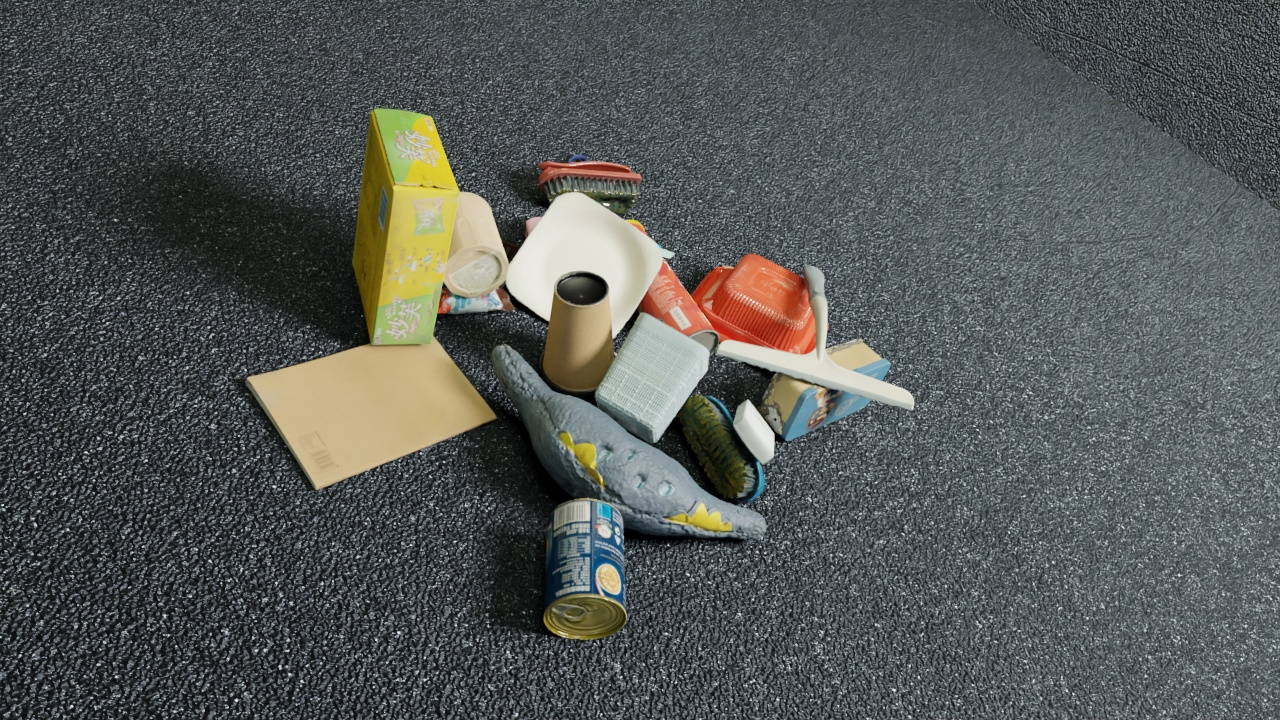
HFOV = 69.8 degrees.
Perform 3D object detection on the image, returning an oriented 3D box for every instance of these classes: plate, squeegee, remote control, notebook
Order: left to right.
[{"bbox_3d":[-0.278,0.042,0.964,0.210,0.012,0.149,-21,59,-39],"label":"notebook"},{"bbox_3d":[-0.072,-0.113,1.162,0.163,0.034,0.164,34,79,0],"label":"plate"},{"bbox_3d":[0.130,0.080,1.051,0.056,0.019,0.135,53,11,-1],"label":"remote control"},{"bbox_3d":[0.224,-0.062,1.162,0.246,0.039,0.245,16,39,-5],"label":"squeegee"}]

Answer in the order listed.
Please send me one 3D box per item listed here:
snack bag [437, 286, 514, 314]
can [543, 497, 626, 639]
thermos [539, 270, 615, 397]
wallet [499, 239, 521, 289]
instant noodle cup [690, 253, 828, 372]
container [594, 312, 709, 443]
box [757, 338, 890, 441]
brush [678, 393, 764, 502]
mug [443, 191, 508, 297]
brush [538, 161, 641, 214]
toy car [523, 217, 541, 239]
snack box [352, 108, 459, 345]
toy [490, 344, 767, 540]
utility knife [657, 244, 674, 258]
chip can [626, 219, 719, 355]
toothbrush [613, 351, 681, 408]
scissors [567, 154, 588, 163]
[{"bbox_3d":[-0.207,-0.073,1.106,0.105,0.026,0.045,-4,45,-31],"label":"snack bag"},{"bbox_3d":[-0.052,0.194,0.864,0.075,0.075,0.111,12,43,-14],"label":"can"},{"bbox_3d":[-0.068,-0.029,1.047,0.093,0.143,0.092,3,44,-4],"label":"thermos"},{"bbox_3d":[-0.219,-0.140,1.178,0.122,0.020,0.096,22,41,-6],"label":"wallet"},{"bbox_3d":[0.165,-0.073,1.243,0.189,0.079,0.164,27,40,7],"label":"instant noodle cup"},{"bbox_3d":[0.010,0.023,1.030,0.090,0.090,0.111,30,76,11],"label":"container"},{"bbox_3d":[0.236,0.034,1.157,0.183,0.090,0.059,-17,52,-33],"label":"box"},{"bbox_3d":[0.099,0.101,1.052,0.073,0.055,0.143,15,36,-47],"label":"brush"},{"bbox_3d":[-0.212,-0.149,1.078,0.084,0.125,0.103,-26,50,0],"label":"mug"},{"bbox_3d":[-0.076,-0.253,1.315,0.145,0.063,0.069,0,62,-21],"label":"brush"},{"bbox_3d":[-0.125,-0.153,1.222,0.056,0.037,0.122,8,43,-21],"label":"toy car"},{"bbox_3d":[-0.262,-0.143,1.004,0.070,0.211,0.157,-2,43,-26],"label":"snack box"},{"bbox_3d":[-0.030,0.103,0.959,0.356,0.092,0.137,35,27,7],"label":"toy"},{"bbox_3d":[-0.029,-0.172,1.300,0.166,0.018,0.034,16,42,-11],"label":"utility knife"},{"bbox_3d":[0.021,-0.090,1.197,0.073,0.073,0.216,-10,51,-33],"label":"chip can"},{"bbox_3d":[-0.007,0.007,1.116,0.187,0.017,0.016,35,45,5],"label":"toothbrush"},{"bbox_3d":[-0.090,-0.259,1.367,0.168,0.012,0.146,-26,63,-40],"label":"scissors"}]
